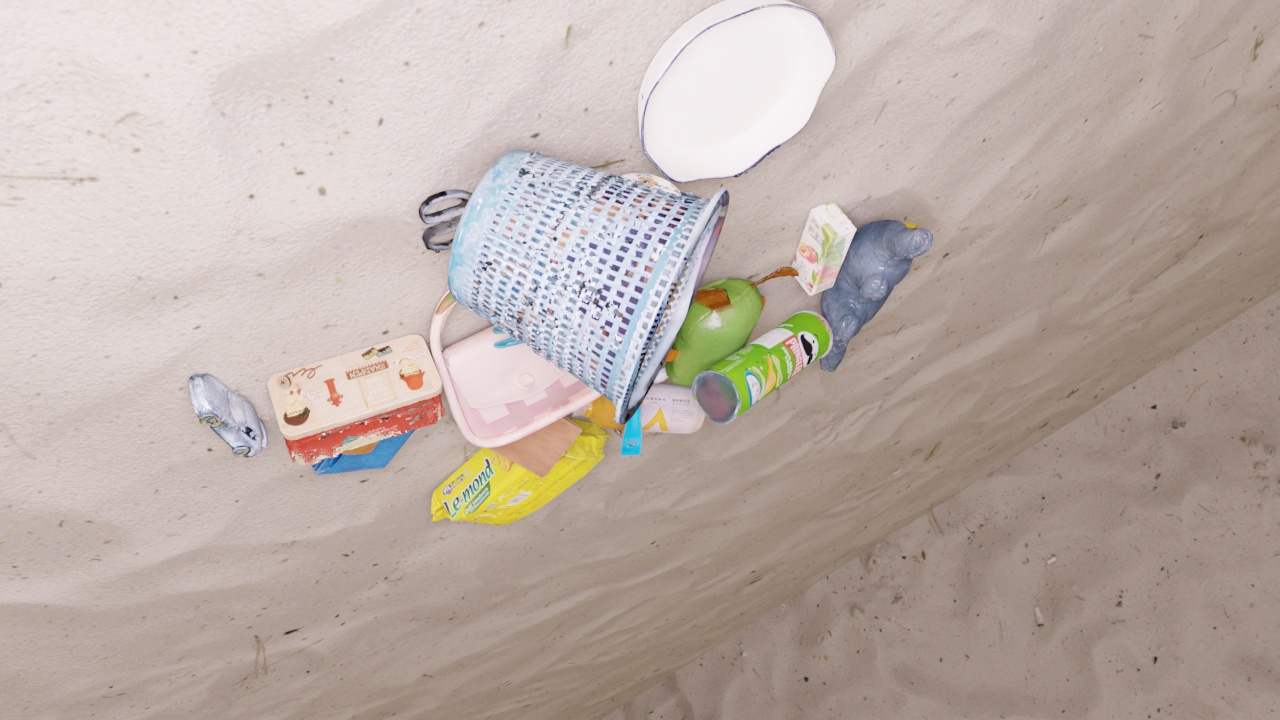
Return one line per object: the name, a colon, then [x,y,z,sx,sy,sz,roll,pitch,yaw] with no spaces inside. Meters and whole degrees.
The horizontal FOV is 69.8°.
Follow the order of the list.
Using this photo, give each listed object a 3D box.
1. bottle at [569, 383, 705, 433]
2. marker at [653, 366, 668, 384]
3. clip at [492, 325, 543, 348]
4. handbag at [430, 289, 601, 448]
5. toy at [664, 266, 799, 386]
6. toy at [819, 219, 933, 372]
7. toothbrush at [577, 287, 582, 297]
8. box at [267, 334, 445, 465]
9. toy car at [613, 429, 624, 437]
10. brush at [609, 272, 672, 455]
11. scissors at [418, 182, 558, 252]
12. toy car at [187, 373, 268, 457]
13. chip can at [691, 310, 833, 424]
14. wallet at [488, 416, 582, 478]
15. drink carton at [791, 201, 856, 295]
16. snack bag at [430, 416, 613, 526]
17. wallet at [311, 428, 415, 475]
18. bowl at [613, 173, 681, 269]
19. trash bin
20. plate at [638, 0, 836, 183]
bottle: [-0.005,0.064,1.273,0.189,0.068,0.068,4,141,-18]
marker: [0.048,0.010,1.308,0.131,0.018,0.022,-30,167,2]
clip: [-0.132,-0.028,0.988,0.056,0.014,0.041,-8,128,-16]
handbag: [-0.148,-0.019,1.039,0.193,0.093,0.234,-26,140,-3]
toy: [0.096,-0.040,1.197,0.226,0.090,0.247,-23,157,-33]
toy: [0.303,-0.104,1.232,0.091,0.137,0.357,10,150,-5]
toothbrush: [-0.053,-0.063,1.104,0.018,0.016,0.191,-41,151,2]
box: [-0.300,0.048,0.984,0.168,0.091,0.080,-18,147,-18]
toy car: [-0.019,0.080,1.346,0.042,0.035,0.091,-20,148,-17]
brush: [-0.007,0.007,1.117,0.083,0.046,0.255,-3,115,-12]
scissors: [-0.132,-0.156,0.884,0.173,0.014,0.145,-37,152,14]
toy car: [-0.418,0.056,0.933,0.037,0.054,0.121,-23,150,-5]
chip can: [0.160,0.004,1.174,0.235,0.072,0.072,-29,159,-45]
wallet: [-0.149,0.093,1.195,0.115,0.020,0.101,34,118,-14]
drink carton: [0.237,-0.144,1.187,0.045,0.053,0.123,-21,151,-18]
snack bag: [-0.172,0.165,1.316,0.247,0.068,0.158,-39,150,20]
wallet: [-0.319,0.088,1.093,0.106,0.040,0.133,1,139,-50]
bowl: [-0.006,-0.151,0.939,0.113,0.062,0.114,-6,145,-5]
trash bin: [-0.053,-0.085,0.820,0.226,0.195,0.227,-63,174,-13]
plate: [0.085,-0.259,0.875,0.204,0.045,0.205,-22,152,-12]
